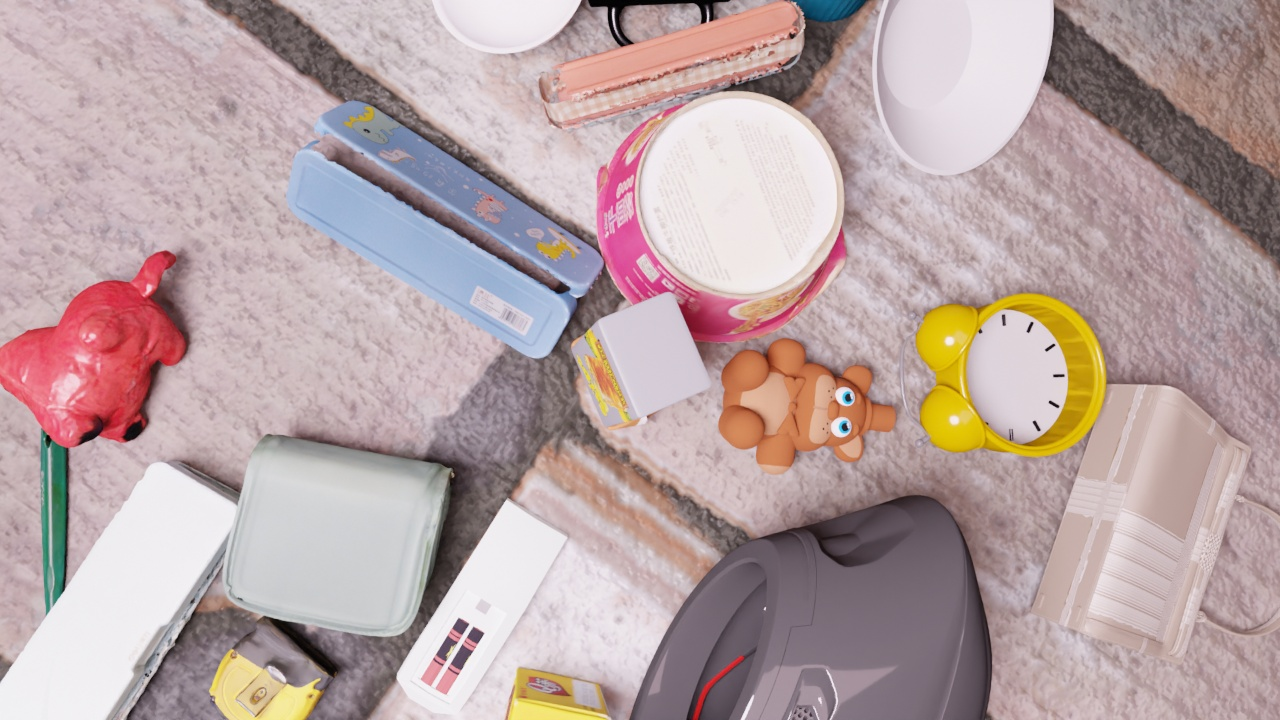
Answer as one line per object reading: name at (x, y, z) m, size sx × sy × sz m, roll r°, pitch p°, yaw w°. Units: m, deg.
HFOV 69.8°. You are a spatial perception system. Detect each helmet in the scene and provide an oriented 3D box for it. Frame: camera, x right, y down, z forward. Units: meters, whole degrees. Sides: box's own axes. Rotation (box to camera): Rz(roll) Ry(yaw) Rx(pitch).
helmet at (0.117, 0.202, 0.564) m, size 0.170 × 0.164 × 0.265 m, roll 28°, pitch 92°, yaw -15°

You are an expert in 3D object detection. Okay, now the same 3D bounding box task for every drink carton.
drink carton at (-0.003, 0.003, 0.584) m, size 0.048 × 0.125 × 0.076 m, roll -23°, pitch 88°, yaw -13°

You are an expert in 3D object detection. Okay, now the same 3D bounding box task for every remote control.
remote control at (-0.107, 0.167, 0.611) m, size 0.049 × 0.024 × 0.143 m, roll 32°, pitch 83°, yaw -3°

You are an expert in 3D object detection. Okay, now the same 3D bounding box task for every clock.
clock at (0.255, 0.012, 0.651) m, size 0.152 × 0.052 × 0.113 m, roll -1°, pitch 86°, yaw -11°

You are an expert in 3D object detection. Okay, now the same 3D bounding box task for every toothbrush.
toothbrush at (-0.378, 0.137, 0.588) m, size 0.016 × 0.017 × 0.189 m, roll -2°, pitch 86°, yaw -8°

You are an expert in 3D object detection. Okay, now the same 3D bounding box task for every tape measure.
tape measure at (-0.238, 0.207, 0.588) m, size 0.065 × 0.037 × 0.064 m, roll 41°, pitch 82°, yaw -2°

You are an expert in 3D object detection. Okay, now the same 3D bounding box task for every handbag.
handbag at (-0.188, 0.108, 0.585) m, size 0.122 × 0.067 × 0.106 m, roll 12°, pitch 93°, yaw -5°
handbag at (0.401, 0.134, 0.658) m, size 0.198 × 0.062 × 0.175 m, roll 23°, pitch 84°, yaw -14°

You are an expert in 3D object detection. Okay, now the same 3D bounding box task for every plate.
plate at (0.216, -0.221, 0.647) m, size 0.173 × 0.036 × 0.174 m, roll -12°, pitch 115°, yaw -28°

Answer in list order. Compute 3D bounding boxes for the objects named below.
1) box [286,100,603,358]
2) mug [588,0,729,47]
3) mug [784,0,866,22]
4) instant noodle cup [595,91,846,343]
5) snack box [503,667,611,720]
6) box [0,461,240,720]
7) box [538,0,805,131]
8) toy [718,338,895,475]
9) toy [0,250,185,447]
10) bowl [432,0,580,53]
box at (-0.133, -0.087, 0.626) m, size 0.209 × 0.077 × 0.074 m, roll 32°, pitch 126°, yaw -4°
mug at (0.013, -0.271, 0.636) m, size 0.098 × 0.081 × 0.118 m, roll -5°, pitch 114°, yaw -7°
mug at (0.155, -0.300, 0.634) m, size 0.113 × 0.107 × 0.083 m, roll -29°, pitch 87°, yaw -7°
instant noodle cup at (0.061, -0.104, 0.624) m, size 0.178 × 0.078 × 0.178 m, roll 0°, pitch 85°, yaw -6°
snack box at (-0.062, 0.261, 0.580) m, size 0.061 × 0.084 × 0.105 m, roll 14°, pitch 84°, yaw -6°
box at (-0.326, 0.159, 0.569) m, size 0.083 × 0.066 × 0.198 m, roll 34°, pitch 79°, yaw -25°
box at (0.020, -0.203, 0.638) m, size 0.188 × 0.062 × 0.058 m, roll -13°, pitch 71°, yaw 4°
toy at (0.115, 0.034, 0.628) m, size 0.127 × 0.065 × 0.095 m, roll 8°, pitch 87°, yaw -11°
toy at (-0.347, -0.020, 0.574) m, size 0.094 × 0.088 × 0.133 m, roll 26°, pitch 82°, yaw 7°
bowl at (-0.085, -0.257, 0.633) m, size 0.110 × 0.040 × 0.110 m, roll -1°, pitch 86°, yaw 10°
